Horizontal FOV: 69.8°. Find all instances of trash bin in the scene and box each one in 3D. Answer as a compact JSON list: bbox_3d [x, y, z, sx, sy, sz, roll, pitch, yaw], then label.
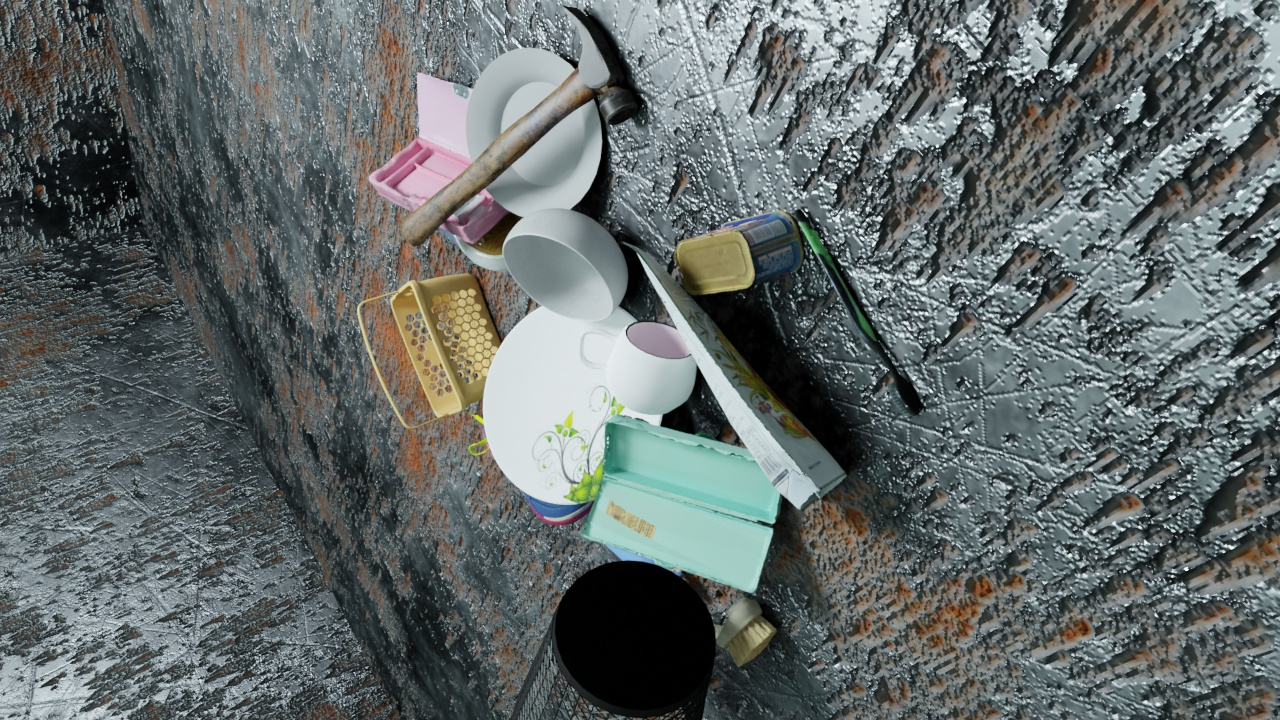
[{"bbox_3d":[-0.024,0.351,0.988,0.217,0.216,0.244,46,143,29],"label":"trash bin"}]

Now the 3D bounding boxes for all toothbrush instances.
[{"bbox_3d":[0.169,-0.038,0.727,0.188,0.014,0.017,62,155,9],"label":"toothbrush"}]

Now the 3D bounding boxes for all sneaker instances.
[{"bbox_3d":[-0.144,0.126,1.182,0.242,0.116,0.091,34,145,50],"label":"sneaker"},{"bbox_3d":[-0.198,-0.164,1.134,0.235,0.087,0.079,41,159,42],"label":"sneaker"}]

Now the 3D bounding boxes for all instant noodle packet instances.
[{"bbox_3d":[0.080,0.010,0.818,0.269,0.057,0.147,55,-178,16],"label":"instant noodle packet"}]

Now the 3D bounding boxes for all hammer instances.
[{"bbox_3d":[-0.148,-0.220,0.949,0.331,0.033,0.120,-30,81,34],"label":"hammer"}]

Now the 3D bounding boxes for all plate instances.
[{"bbox_3d":[-0.110,-0.237,0.963,0.173,0.019,0.173,10,110,28],"label":"plate"},{"bbox_3d":[-0.072,0.044,1.017,0.230,0.030,0.229,-5,79,26],"label":"plate"}]

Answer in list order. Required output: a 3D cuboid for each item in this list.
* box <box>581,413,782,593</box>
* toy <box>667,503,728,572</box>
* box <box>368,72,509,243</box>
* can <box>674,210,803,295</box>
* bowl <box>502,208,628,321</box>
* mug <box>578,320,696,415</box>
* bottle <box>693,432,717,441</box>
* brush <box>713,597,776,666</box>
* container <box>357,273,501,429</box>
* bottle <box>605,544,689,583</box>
[{"bbox_3d":[0.042,0.137,0.902,0.187,0.056,0.138,15,100,21],"label":"box"},{"bbox_3d":[0.058,0.167,0.973,0.087,0.050,0.112,14,98,51],"label":"toy"},{"bbox_3d":[-0.222,-0.241,1.101,0.233,0.075,0.173,32,98,41],"label":"box"},{"bbox_3d":[0.082,-0.090,0.779,0.100,0.058,0.054,-3,106,55],"label":"can"},{"bbox_3d":[-0.072,-0.107,0.961,0.132,0.064,0.132,23,150,14],"label":"bowl"},{"bbox_3d":[-0.005,0.005,0.915,0.124,0.090,0.076,19,120,5],"label":"mug"},{"bbox_3d":[0.038,0.119,0.952,0.110,0.042,0.042,-42,72,33],"label":"bottle"},{"bbox_3d":[0.063,0.300,1.055,0.273,0.061,0.077,-17,90,61],"label":"brush"},{"bbox_3d":[-0.286,-0.014,1.254,0.129,0.166,0.183,-18,94,57],"label":"container"},{"bbox_3d":[0.008,0.232,1.089,0.131,0.048,0.048,33,134,41],"label":"bottle"}]
